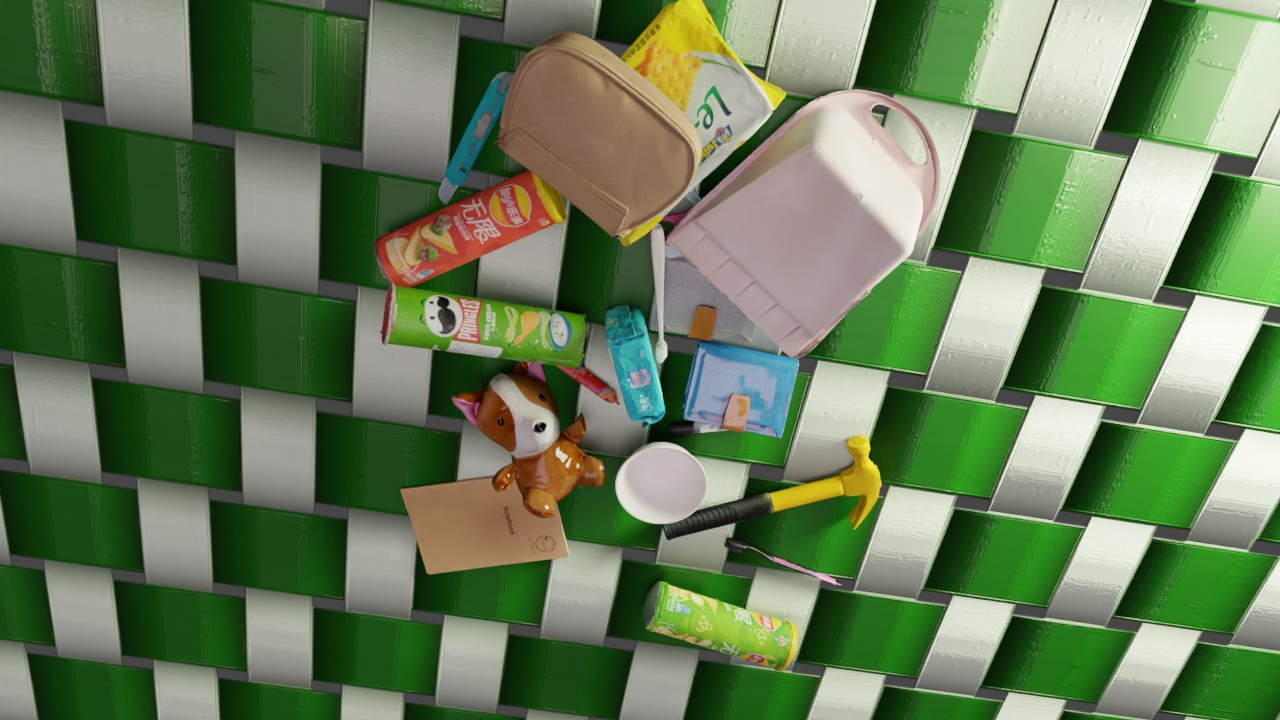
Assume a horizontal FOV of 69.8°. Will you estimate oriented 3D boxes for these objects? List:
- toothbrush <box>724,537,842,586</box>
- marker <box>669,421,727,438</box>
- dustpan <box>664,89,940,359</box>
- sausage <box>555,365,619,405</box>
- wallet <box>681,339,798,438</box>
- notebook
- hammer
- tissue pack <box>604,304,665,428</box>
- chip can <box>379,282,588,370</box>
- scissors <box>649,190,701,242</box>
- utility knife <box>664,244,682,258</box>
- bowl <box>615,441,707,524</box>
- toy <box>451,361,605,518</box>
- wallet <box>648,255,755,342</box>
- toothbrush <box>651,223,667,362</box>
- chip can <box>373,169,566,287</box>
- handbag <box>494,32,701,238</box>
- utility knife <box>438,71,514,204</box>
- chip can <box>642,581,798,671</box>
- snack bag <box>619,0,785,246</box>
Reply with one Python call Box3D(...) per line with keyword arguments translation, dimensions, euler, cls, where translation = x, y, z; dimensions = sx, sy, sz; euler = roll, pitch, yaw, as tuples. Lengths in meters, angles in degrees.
Box3D(translation=(0.203, 0.289, 1.301), dimensions=(0.189, 0.014, 0.018), euler=(23, 124, -11), cls="toothbrush")
Box3D(translation=(0.104, 0.086, 1.201), dimensions=(0.131, 0.018, 0.023), euler=(-5, 131, 3), cls="marker")
Box3D(translation=(0.207, -0.166, 1.058), dimensions=(0.222, 0.138, 0.274), euler=(44, 128, -15), cls="dustpan")
Box3D(translation=(-0.086, 0.011, 1.165), dimensions=(0.156, 0.020, 0.020), euler=(36, 111, -16), cls="sausage")
Box3D(translation=(0.125, 0.037, 1.158), dimensions=(0.133, 0.040, 0.106), euler=(12, 98, -4), cls="wallet")
Box3D(translation=(-0.214, 0.226, 1.277), dimensions=(0.208, 0.008, 0.148), euler=(-8, 116, 4), cls="notebook")
Box3D(translation=(0.177, 0.194, 1.245), dimensions=(0.301, 0.032, 0.129), euler=(-15, 114, 7), cls="hammer")
Box3D(translation=(-0.007, 0.007, 1.122), dimensions=(0.050, 0.093, 0.133), euler=(-14, 115, 2), cls="tissue pack")
Box3D(translation=(-0.181, -0.037, 1.082), dimensions=(0.235, 0.072, 0.072), euler=(8, 117, -21), cls="chip can")
Box3D(translation=(0.072, -0.174, 1.077), dimensions=(0.133, 0.017, 0.134), euler=(-43, 105, 15), cls="scissors")
Box3D(translation=(0.131, -0.140, 1.077), dimensions=(0.218, 0.018, 0.034), euler=(-7, 114, -4), cls="utility knife")
Box3D(translation=(0.026, 0.148, 1.205), dimensions=(0.118, 0.064, 0.118), euler=(0, 116, 0), cls="bowl")
Box3D(translation=(-0.137, 0.097, 1.155), dimensions=(0.140, 0.131, 0.199), euler=(-31, 105, -22), cls="toy")
Box3D(translation=(0.081, -0.073, 1.113), dimensions=(0.129, 0.037, 0.107), euler=(9, 115, -2), cls="wallet")
Box3D(translation=(0.022, -0.077, 1.089), dimensions=(0.016, 0.016, 0.180), euler=(4, 121, 11), cls="toothbrush")
Box3D(translation=(-0.197, -0.152, 1.058), dimensions=(0.217, 0.073, 0.073), euler=(-21, 114, 11), cls="chip can")
Box3D(translation=(-0.042, -0.229, 0.933), dimensions=(0.204, 0.099, 0.148), euler=(37, 118, -11), cls="handbag")
Box3D(translation=(-0.186, -0.252, 1.041), dimensions=(0.029, 0.013, 0.176), euler=(29, 113, -11), cls="utility knife")
Box3D(translation=(0.112, 0.380, 1.314), dimensions=(0.221, 0.072, 0.073), euler=(19, 114, -8), cls="chip can")
Box3D(translation=(0.016, -0.259, 1.002), dimensions=(0.247, 0.068, 0.158), euler=(-41, 104, 19), cls="snack bag")
